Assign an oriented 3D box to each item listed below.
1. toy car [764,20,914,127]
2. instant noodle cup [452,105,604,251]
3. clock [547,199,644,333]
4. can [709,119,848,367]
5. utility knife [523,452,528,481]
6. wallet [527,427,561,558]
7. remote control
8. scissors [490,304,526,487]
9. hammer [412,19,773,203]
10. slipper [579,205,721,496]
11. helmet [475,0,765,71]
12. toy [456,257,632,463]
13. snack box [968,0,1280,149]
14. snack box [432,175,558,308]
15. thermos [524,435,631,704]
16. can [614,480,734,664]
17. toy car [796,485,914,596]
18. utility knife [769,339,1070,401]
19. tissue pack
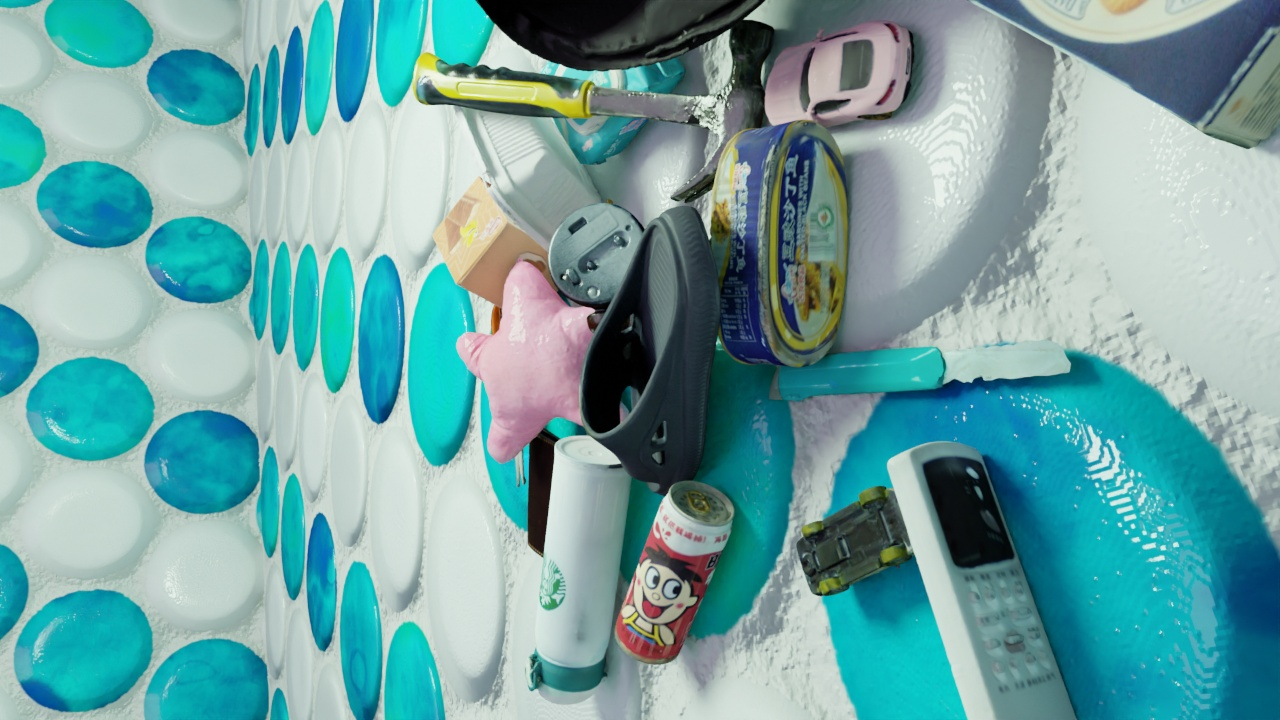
[{"bbox_3d":[0.114,-0.169,0.554,0.122,0.037,0.056,10,95,59],"label":"toy car"},{"bbox_3d":[-0.092,-0.173,0.817,0.060,0.138,0.173,-37,51,11],"label":"instant noodle cup"},{"bbox_3d":[-0.020,-0.068,0.725,0.082,0.055,0.122,-35,72,8],"label":"clock"},{"bbox_3d":[0.085,-0.070,0.560,0.049,0.074,0.148,7,96,56],"label":"can"},{"bbox_3d":[-0.061,0.090,0.847,0.195,0.018,0.034,-21,70,55],"label":"utility knife"},{"bbox_3d":[-0.075,0.131,0.843,0.096,0.020,0.122,22,116,47],"label":"wallet"},{"bbox_3d":[0.163,0.111,0.438,0.021,0.058,0.150,-39,57,48],"label":"remote control"},{"bbox_3d":[-0.131,0.025,0.939,0.143,0.021,0.234,-10,74,62],"label":"scissors"},{"bbox_3d":[-0.054,-0.200,0.708,0.324,0.031,0.126,15,103,31],"label":"hammer"},{"bbox_3d":[-0.004,0.004,0.631,0.269,0.083,0.110,97,161,-54],"label":"slipper"},{"bbox_3d":[0.027,-0.338,0.514,0.316,0.247,0.239,-26,39,59],"label":"helmet"},{"bbox_3d":[-0.081,-0.010,0.807,0.195,0.074,0.178,-19,83,31],"label":"toy"},{"bbox_3d":[0.223,-0.208,0.368,0.182,0.045,0.178,56,134,43],"label":"snack box"},{"bbox_3d":[-0.130,-0.105,0.876,0.077,0.092,0.094,-48,43,13],"label":"snack box"},{"bbox_3d":[-0.053,0.179,0.768,0.073,0.073,0.224,29,115,56],"label":"thermos"},{"bbox_3d":[0.024,0.155,0.668,0.053,0.053,0.133,50,130,48],"label":"can"},{"bbox_3d":[0.126,0.103,0.520,0.091,0.035,0.042,-47,52,47],"label":"toy car"},{"bbox_3d":[0.143,0.007,0.518,0.224,0.013,0.029,-7,81,61],"label":"utility knife"},{"bbox_3d":[-0.026,-0.232,0.748,0.093,0.050,0.134,59,141,6],"label":"tissue pack"}]
